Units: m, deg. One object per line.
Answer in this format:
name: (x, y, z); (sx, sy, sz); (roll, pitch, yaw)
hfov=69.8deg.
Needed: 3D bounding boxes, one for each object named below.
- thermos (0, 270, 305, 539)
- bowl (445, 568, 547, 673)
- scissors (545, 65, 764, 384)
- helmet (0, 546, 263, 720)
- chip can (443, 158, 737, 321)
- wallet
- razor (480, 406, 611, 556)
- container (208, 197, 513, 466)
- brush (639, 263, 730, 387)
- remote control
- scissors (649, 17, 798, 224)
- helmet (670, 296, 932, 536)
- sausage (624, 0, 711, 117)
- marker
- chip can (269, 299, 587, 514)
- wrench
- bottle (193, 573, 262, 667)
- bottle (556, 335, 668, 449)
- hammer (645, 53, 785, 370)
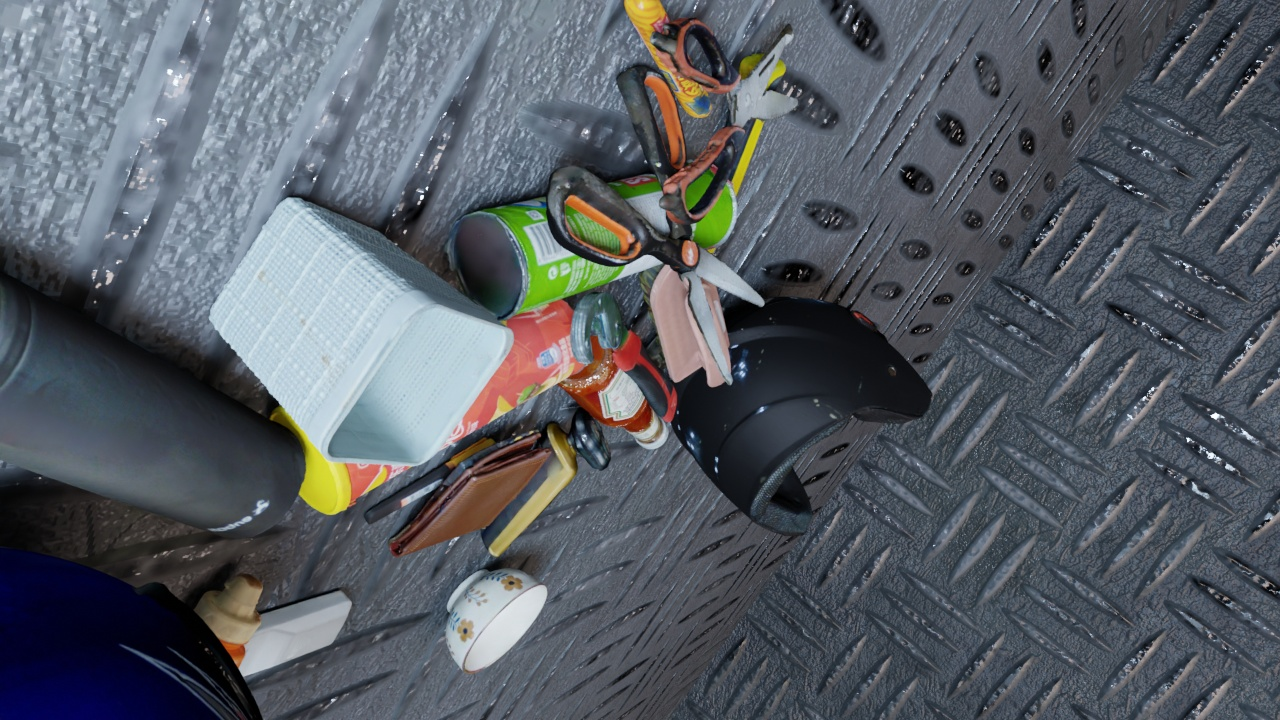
thermos: (-0.250, 0.023, 0.401); (0.090, 0.068, 0.242); (-18, 155, 5)
bowl: (-0.155, 0.252, 0.928); (0.113, 0.062, 0.114); (-42, 158, -22)
scissors: (0.021, -0.091, 0.618); (0.220, 0.022, 0.229); (-1, 87, -49)
helmet: (-0.279, 0.219, 0.383); (0.246, 0.240, 0.316); (-36, 143, -33)
chip can: (-0.023, -0.090, 0.639); (0.235, 0.072, 0.072); (-26, 147, -48)
wallet: (-0.140, 0.111, 0.756); (0.125, 0.032, 0.101); (-47, 163, 29)
razor: (-0.090, 0.117, 0.852); (0.168, 0.067, 0.062); (-50, -169, 13)
container: (-0.143, -0.017, 0.466); (0.090, 0.111, 0.090); (-53, 158, 7)
brush: (0.043, -0.037, 0.778); (0.063, 0.073, 0.146); (-33, 146, -10)
remote control: (-0.271, 0.208, 0.685); (0.049, 0.024, 0.124); (-59, 156, 16)
scissors: (0.061, -0.175, 0.633); (0.226, 0.015, 0.189); (19, 80, -57)
helmet: (0.160, 0.040, 0.995); (0.234, 0.230, 0.273); (-52, 175, 32)
sausage: (0.021, -0.203, 0.617); (0.021, 0.021, 0.165); (-52, 158, 2)
marker: (-0.165, 0.094, 0.729); (0.123, 0.015, 0.018); (-31, 153, -35)
chip can: (-0.129, 0.020, 0.605); (0.216, 0.073, 0.073); (-30, 150, -43)
wrench: (-0.004, 0.004, 0.732); (0.273, 0.016, 0.056); (45, 53, -68)
bottle: (-0.293, 0.205, 0.593); (0.149, 0.067, 0.067); (-57, 158, -4)
bottle: (-0.019, 0.035, 0.830); (0.059, 0.060, 0.206); (-49, 152, -6)
hammer: (0.061, -0.116, 0.816); (0.125, 0.032, 0.324); (-31, 150, -42)
